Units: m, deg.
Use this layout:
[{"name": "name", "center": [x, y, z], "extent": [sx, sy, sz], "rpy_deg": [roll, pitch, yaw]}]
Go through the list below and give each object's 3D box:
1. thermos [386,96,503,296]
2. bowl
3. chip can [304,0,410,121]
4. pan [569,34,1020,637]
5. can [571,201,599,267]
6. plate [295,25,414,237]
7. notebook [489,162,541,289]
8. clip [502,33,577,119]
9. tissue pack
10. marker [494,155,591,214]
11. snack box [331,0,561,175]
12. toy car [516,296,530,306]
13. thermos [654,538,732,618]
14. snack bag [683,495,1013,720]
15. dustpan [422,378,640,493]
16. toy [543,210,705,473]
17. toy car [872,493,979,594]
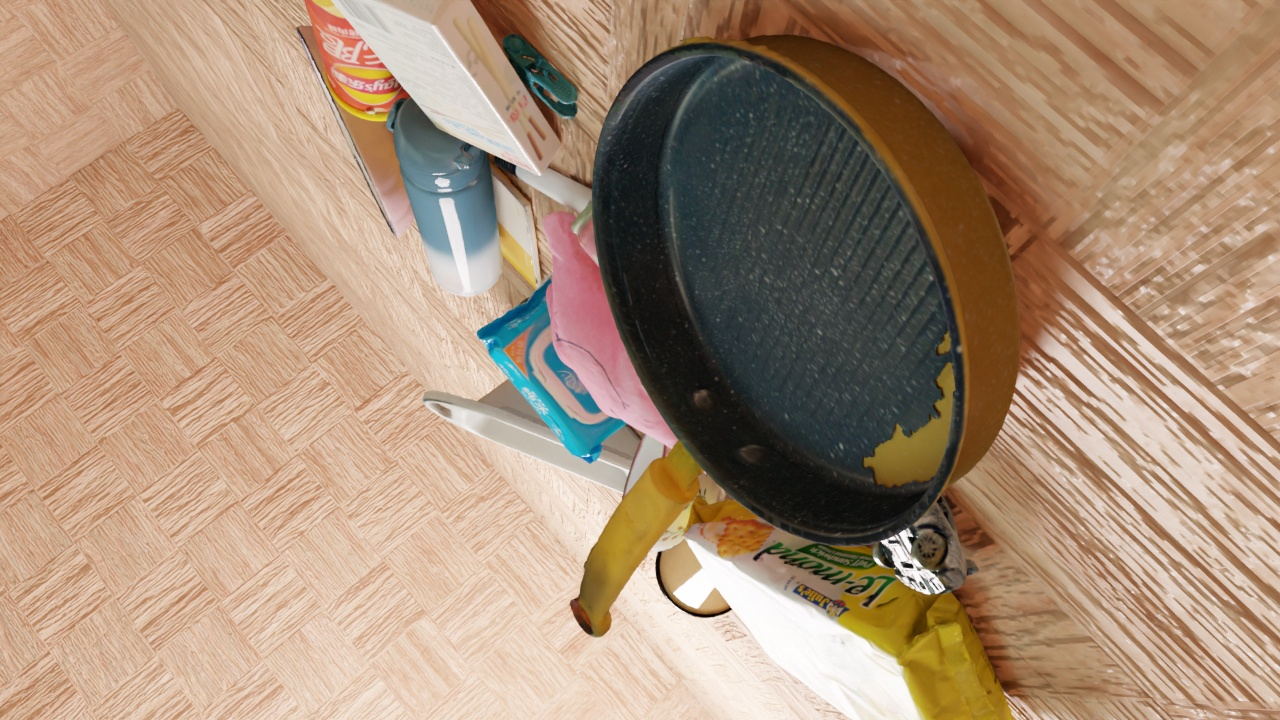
[{"name": "thermos", "center": [-0.143, -0.121, 0.696], "extent": [0.070, 0.070, 0.221], "rpy_deg": [46, 163, 12]}, {"name": "bowl", "center": [0.027, 0.106, 0.756], "extent": [0.062, 0.113, 0.114], "rpy_deg": [16, 168, -10]}, {"name": "chip can", "center": [-0.168, -0.226, 0.546], "extent": [0.073, 0.073, 0.217], "rpy_deg": [49, 165, 4]}, {"name": "pan", "center": [0.024, 0.031, 0.409], "extent": [0.197, 0.078, 0.358], "rpy_deg": [51, 149, 26]}, {"name": "can", "center": [0.031, -0.030, 0.476], "extent": [0.147, 0.057, 0.058], "rpy_deg": [50, 165, -1]}, {"name": "plate", "center": [-0.242, -0.204, 0.810], "extent": [0.192, 0.039, 0.193], "rpy_deg": [59, 167, 22]}, {"name": "notebook", "center": [-0.156, -0.161, 0.777], "extent": [0.206, 0.010, 0.146], "rpy_deg": [46, 163, 14]}, {"name": "clip", "center": [-0.055, -0.156, 0.503], "extent": [0.057, 0.014, 0.046], "rpy_deg": [44, 165, 12]}, {"name": "tissue pack", "center": [-0.055, 0.005, 0.739], "extent": [0.140, 0.089, 0.063], "rpy_deg": [52, 163, -11]}, {"name": "marker", "center": [-0.059, -0.117, 0.598], "extent": [0.131, 0.018, 0.022], "rpy_deg": [35, 173, 44]}, {"name": "snack box", "center": [-0.107, -0.161, 0.505], "extent": [0.085, 0.027, 0.157], "rpy_deg": [28, 173, 19]}, {"name": "toy car", "center": [-0.073, -0.012, 0.848], "extent": [0.158, 0.042, 0.070], "rpy_deg": [25, 152, 52]}, {"name": "thermos", "center": [0.068, 0.178, 0.828], "extent": [0.093, 0.092, 0.143], "rpy_deg": [47, 156, 11]}, {"name": "snack bag", "center": [0.141, 0.183, 0.638], "extent": [0.247, 0.068, 0.158], "rpy_deg": [17, 144, 56]}, {"name": "dustpan", "center": [-0.104, 0.096, 1.003], "extent": [0.257, 0.142, 0.223], "rpy_deg": [51, 165, 2]}, {"name": "toy", "center": [-0.004, 0.004, 0.618], "extent": [0.194, 0.074, 0.179], "rpy_deg": [47, 161, 17]}, {"name": "toy car", "center": [0.129, 0.066, 0.478], "extent": [0.120, 0.036, 0.054], "rpy_deg": [59, 166, 5]}]
